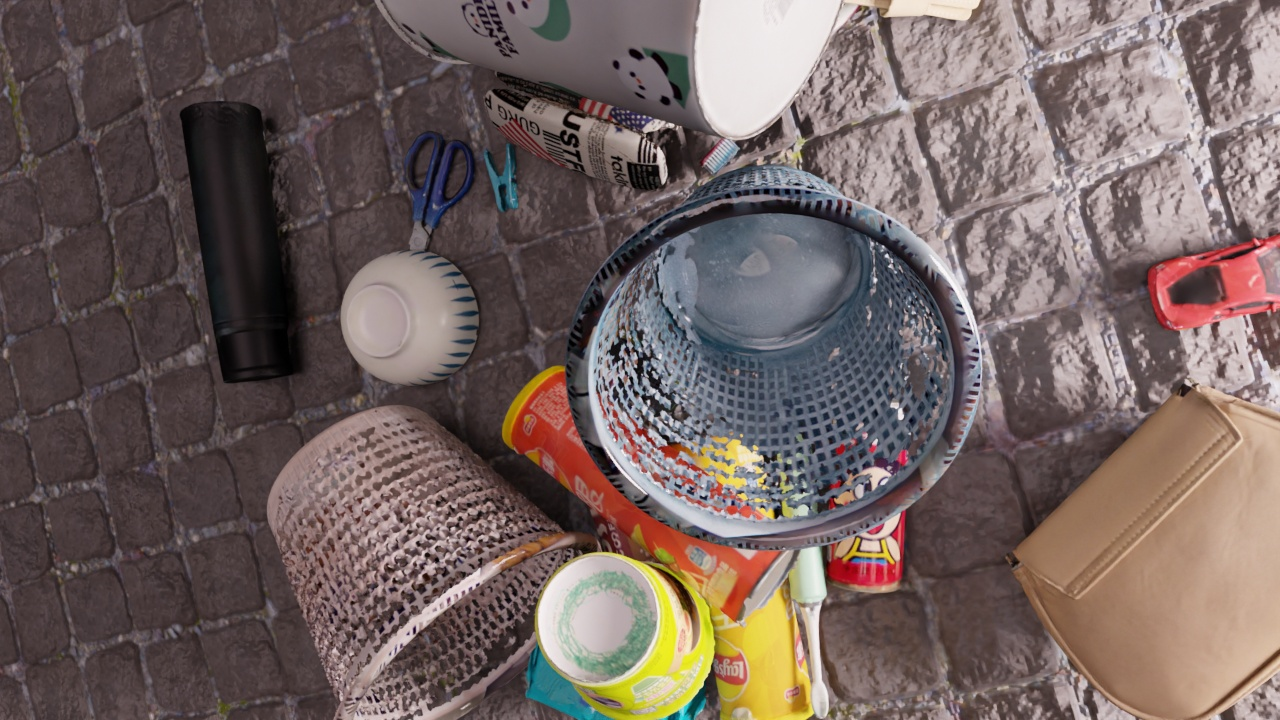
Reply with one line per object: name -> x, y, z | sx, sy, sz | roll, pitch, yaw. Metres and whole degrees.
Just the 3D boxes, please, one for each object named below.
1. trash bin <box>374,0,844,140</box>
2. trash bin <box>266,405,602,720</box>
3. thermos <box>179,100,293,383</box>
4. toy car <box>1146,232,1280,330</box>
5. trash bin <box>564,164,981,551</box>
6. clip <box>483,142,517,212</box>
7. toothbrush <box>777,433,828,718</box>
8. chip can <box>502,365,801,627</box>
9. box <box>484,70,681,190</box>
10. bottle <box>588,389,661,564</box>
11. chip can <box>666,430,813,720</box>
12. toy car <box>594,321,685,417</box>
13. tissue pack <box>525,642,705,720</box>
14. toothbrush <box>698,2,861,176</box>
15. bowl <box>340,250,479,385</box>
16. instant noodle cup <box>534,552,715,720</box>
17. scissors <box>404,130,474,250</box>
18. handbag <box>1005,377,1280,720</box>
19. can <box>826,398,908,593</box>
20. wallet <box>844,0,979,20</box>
trash bin -> -0.014, -0.271, 0.591 | 0.252, 0.229, 0.230 | 29, 100, 26
trash bin -> -0.174, 0.149, 0.702 | 0.192, 0.227, 0.228 | 45, 105, 25
thermos -> -0.368, -0.101, 0.827 | 0.090, 0.068, 0.242 | -8, 89, 41
toy car -> 0.385, -0.052, 0.587 | 0.106, 0.031, 0.049 | -13, 88, 17
trash bin -> 0.081, -0.027, 0.585 | 0.227, 0.194, 0.227 | 3, 118, 6
clip -> -0.114, -0.152, 0.764 | 0.039, 0.013, 0.056 | -12, 88, 20
toothbrush -> 0.118, 0.138, 0.659 | 0.026, 0.027, 0.224 | -7, 75, 14
chip can -> 0.005, 0.087, 0.630 | 0.217, 0.073, 0.073 | 34, 102, 23
box -> -0.040, -0.199, 0.720 | 0.163, 0.076, 0.088 | 25, 75, 20
bottle -> -0.012, 0.110, 0.713 | 0.057, 0.057, 0.175 | -22, 85, 18
chip can -> 0.074, 0.157, 0.679 | 0.072, 0.072, 0.213 | -12, 86, 19
toy car -> -0.004, 0.004, 0.718 | 0.091, 0.036, 0.043 | 44, 103, 14
tissue pack -> -0.016, 0.245, 0.700 | 0.133, 0.093, 0.050 | 17, 92, 18
toothbrush -> 0.112, -0.212, 0.684 | 0.017, 0.016, 0.188 | 45, 104, 3
bowl -> -0.201, -0.034, 0.763 | 0.116, 0.066, 0.116 | 2, 96, 16
instant noodle cup -> -0.014, 0.177, 0.603 | 0.112, 0.123, 0.111 | -4, 67, 10
scissors -> -0.199, -0.115, 0.796 | 0.108, 0.012, 0.175 | 44, 105, 11
handbag -> 0.345, 0.118, 0.574 | 0.148, 0.099, 0.205 | 45, 104, 20
can -> 0.162, 0.093, 0.655 | 0.053, 0.053, 0.133 | 3, 92, 19
wallet -> 0.183, -0.278, 0.623 | 0.115, 0.024, 0.087 | 2, 113, -13
